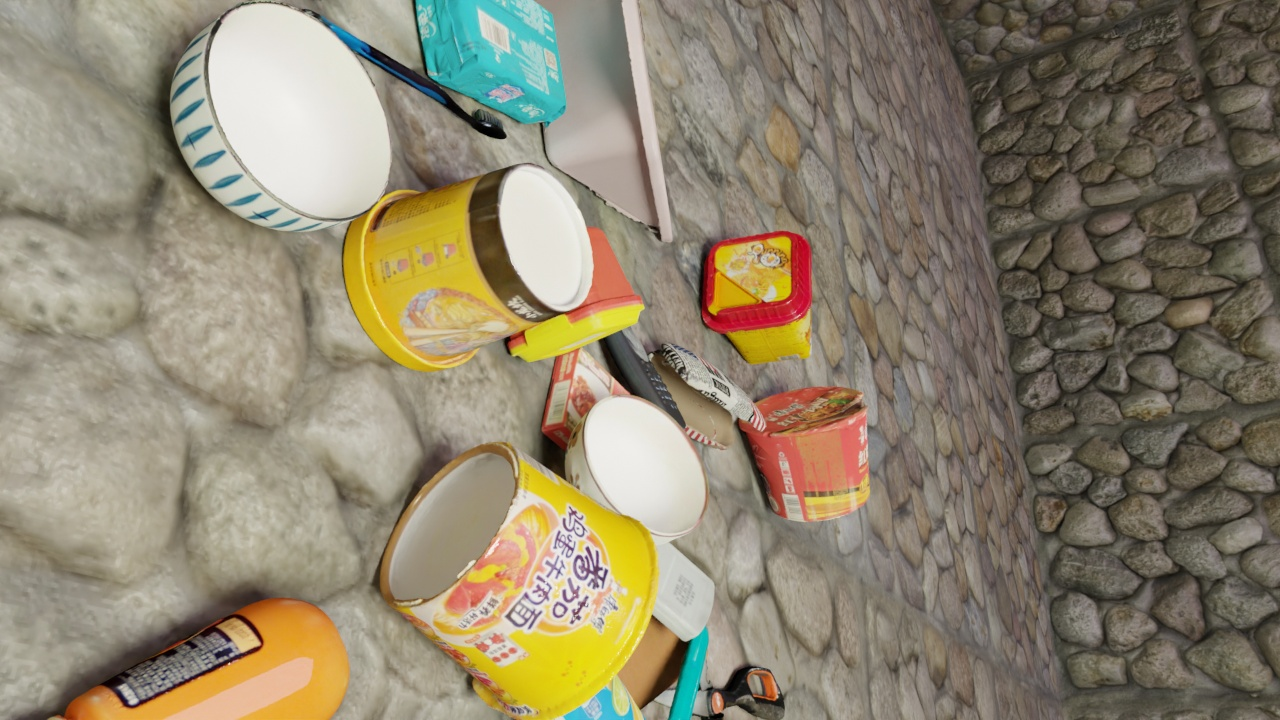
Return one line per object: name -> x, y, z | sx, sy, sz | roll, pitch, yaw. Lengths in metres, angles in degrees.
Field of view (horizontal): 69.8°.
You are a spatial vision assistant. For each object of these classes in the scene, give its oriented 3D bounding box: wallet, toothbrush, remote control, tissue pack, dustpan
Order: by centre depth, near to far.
toothbrush -> -0.157, -0.197, 0.640 | 0.189, 0.014, 0.016 | 21, 59, -54
remote control -> -0.005, 0.147, 0.693 | 0.150, 0.021, 0.058 | 43, 35, -9
tissue pack -> -0.110, -0.241, 0.702 | 0.133, 0.050, 0.093 | 10, 67, -58
wallet -> 0.001, 0.206, 0.715 | 0.131, 0.031, 0.108 | -10, 82, -58
remote control -> -0.005, 0.005, 0.777 | 0.136, 0.024, 0.053 | 60, 13, 16
dustpan -> 0.006, -0.246, 0.814 | 0.273, 0.139, 0.222 | 5, 73, -58

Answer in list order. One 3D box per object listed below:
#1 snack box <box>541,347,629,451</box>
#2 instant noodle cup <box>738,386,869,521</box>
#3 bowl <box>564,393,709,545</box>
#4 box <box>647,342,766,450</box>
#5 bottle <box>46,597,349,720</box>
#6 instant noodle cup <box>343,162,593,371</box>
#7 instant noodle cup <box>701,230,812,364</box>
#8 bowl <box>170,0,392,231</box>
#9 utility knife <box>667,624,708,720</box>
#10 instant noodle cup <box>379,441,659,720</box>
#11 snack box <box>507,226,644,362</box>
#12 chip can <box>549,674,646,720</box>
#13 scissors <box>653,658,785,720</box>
snack box -> -0.021, 0.061, 0.749 | 0.153, 0.026, 0.075 | 46, 41, -41
instant noodle cup -> 0.181, 0.101, 0.981 | 0.137, 0.138, 0.108 | -38, 120, -58
bowl -> -0.011, 0.088, 0.667 | 0.113, 0.062, 0.113 | 27, 41, -26
box -> 0.068, 0.027, 0.860 | 0.163, 0.082, 0.075 | 33, 44, -47
bottle -> -0.197, 0.151, 0.382 | 0.149, 0.067, 0.066 | -14, 90, -53
instant noodle cup -> -0.102, -0.062, 0.575 | 0.118, 0.115, 0.118 | 33, 50, -50
instant noodle cup -> 0.137, -0.061, 0.996 | 0.124, 0.116, 0.116 | 55, 34, -52
bowl -> -0.197, -0.121, 0.487 | 0.116, 0.066, 0.116 | 29, 55, -52
utility knife -> 0.034, 0.239, 0.680 | 0.166, 0.013, 0.029 | -55, 125, -68
instant noodle cup -> -0.075, 0.122, 0.535 | 0.110, 0.138, 0.137 | 45, 41, -30
snack box -> -0.056, -0.050, 0.677 | 0.081, 0.091, 0.080 | -14, 83, -60
chip can -> -0.019, 0.269, 0.618 | 0.210, 0.071, 0.071 | 62, 32, -22
scissors -> 0.075, 0.313, 0.807 | 0.220, 0.022, 0.233 | 5, 72, -57
